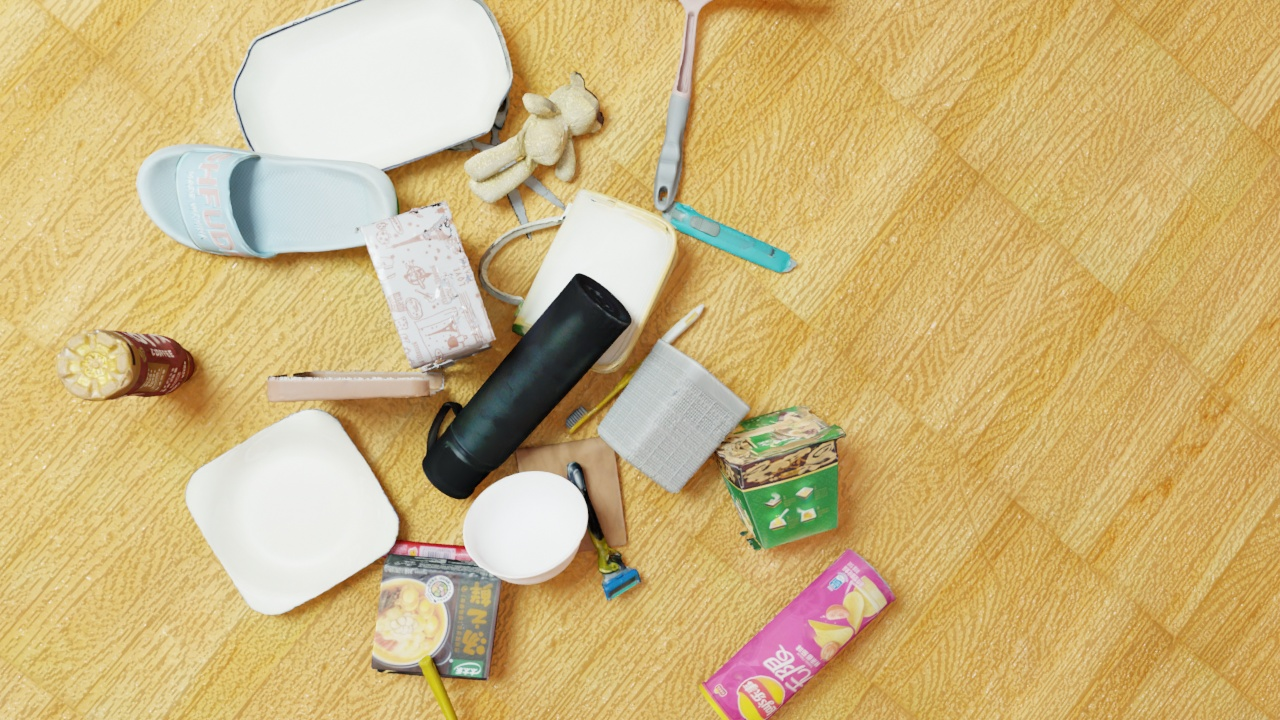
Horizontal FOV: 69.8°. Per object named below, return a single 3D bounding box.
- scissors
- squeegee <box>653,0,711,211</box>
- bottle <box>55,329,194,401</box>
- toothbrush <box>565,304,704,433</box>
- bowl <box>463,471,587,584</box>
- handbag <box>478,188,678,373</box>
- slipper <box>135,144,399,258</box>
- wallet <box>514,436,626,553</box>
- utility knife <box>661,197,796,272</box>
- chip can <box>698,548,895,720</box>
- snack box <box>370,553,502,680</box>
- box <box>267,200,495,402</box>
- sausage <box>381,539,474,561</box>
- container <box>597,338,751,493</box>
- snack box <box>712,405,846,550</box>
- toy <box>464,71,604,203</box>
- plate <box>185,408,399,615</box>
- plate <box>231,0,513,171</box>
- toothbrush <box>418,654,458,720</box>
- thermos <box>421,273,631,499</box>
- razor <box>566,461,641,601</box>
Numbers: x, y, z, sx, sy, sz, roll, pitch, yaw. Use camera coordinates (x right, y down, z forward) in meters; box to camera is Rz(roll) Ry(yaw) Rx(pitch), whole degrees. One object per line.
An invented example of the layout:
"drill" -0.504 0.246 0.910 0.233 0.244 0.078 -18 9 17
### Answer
"scissors" -0.146 -0.211 0.924 0.159 0.014 0.175 6 90 -8
"squeegee" 0.040 -0.275 0.936 0.248 0.040 0.249 9 94 9
"bottle" -0.441 0.004 0.803 0.057 0.175 0.057 0 90 -8
"toothbrush" -0.006 0.005 0.940 0.191 0.016 0.018 -43 86 -5
"bowl" -0.104 0.172 0.878 0.118 0.118 0.065 -18 136 -7
"handbag" -0.067 -0.088 0.916 0.179 0.063 0.163 25 87 6
"slipper" -0.347 -0.142 0.846 0.245 0.074 0.104 3 111 5
"wallet" -0.070 0.138 0.929 0.101 0.020 0.115 -7 94 -8
"utility knife" 0.091 -0.128 0.954 0.157 0.013 0.029 22 88 -7
"chip can" 0.159 0.286 0.931 0.210 0.071 0.071 -42 95 -6
"snack box" -0.197 0.256 0.890 0.113 0.053 0.125 7 93 -7
"box" -0.240 -0.030 0.830 0.192 0.183 0.156 -18 91 -10
"sausage" -0.195 0.192 0.912 0.156 0.020 0.020 6 89 -7
"container" 0.029 0.057 0.898 0.090 0.090 0.114 39 88 -30
"snack box" 0.141 0.118 0.917 0.117 0.118 0.105 -16 104 -7
"toy" -0.105 -0.215 0.900 0.157 0.066 0.105 -41 134 -15
"plate" -0.333 0.144 0.887 0.163 0.034 0.164 -30 94 -7
"plate" -0.255 -0.263 0.887 0.266 0.034 0.162 -21 94 0
"toothbrush" -0.179 0.363 0.886 0.016 0.015 0.190 -15 112 0
"thermos" -0.118 0.021 0.865 0.243 0.068 0.090 -46 65 16
"razor" -0.045 0.167 0.916 0.042 0.022 0.143 -26 97 -35
